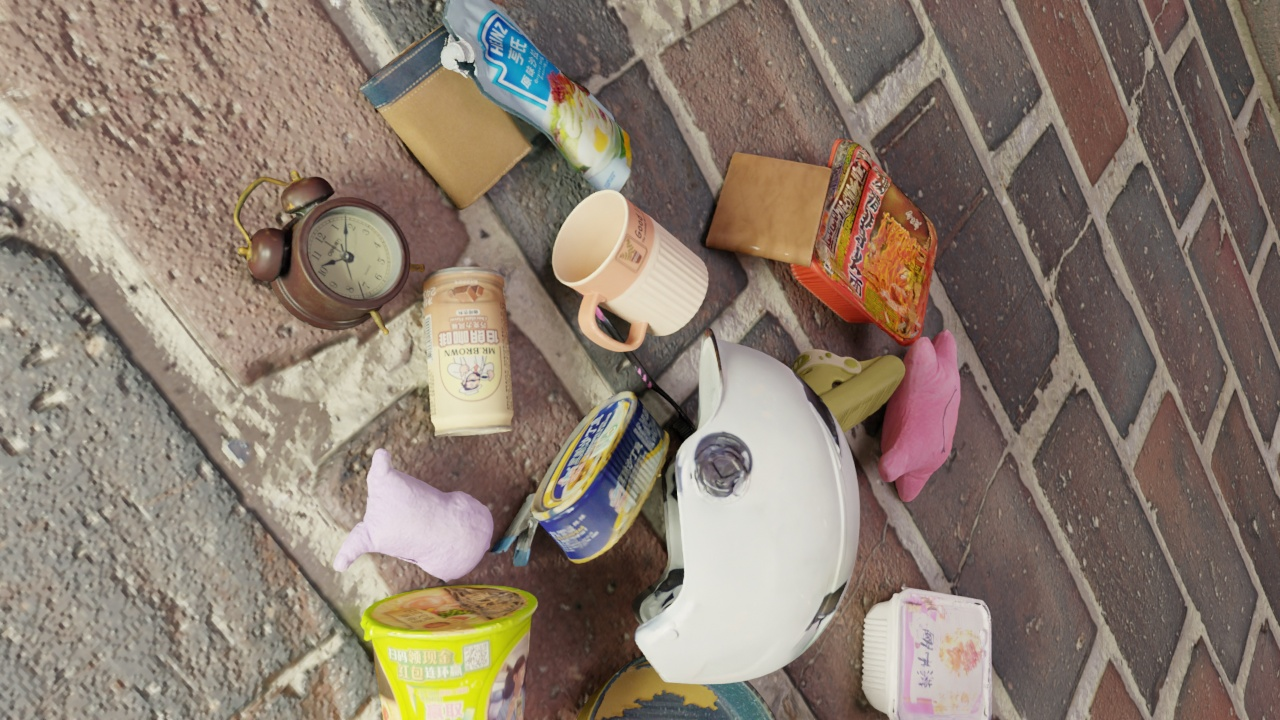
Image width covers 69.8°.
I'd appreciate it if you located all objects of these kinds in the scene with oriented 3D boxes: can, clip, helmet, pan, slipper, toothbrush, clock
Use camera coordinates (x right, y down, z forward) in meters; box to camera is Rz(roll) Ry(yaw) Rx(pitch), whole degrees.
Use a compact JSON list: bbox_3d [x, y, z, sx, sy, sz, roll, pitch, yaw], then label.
[{"bbox_3d":[-0.028,0.085,0.700,0.049,0.075,0.147,52,36,-17],"label":"can"},{"bbox_3d":[-0.087,0.125,0.689,0.045,0.027,0.058,35,58,-22],"label":"clip"},{"bbox_3d":[0.086,0.116,0.682,0.146,0.229,0.258,13,76,1],"label":"helmet"},{"bbox_3d":[0.109,0.331,0.726,0.357,0.078,0.197,13,55,-29],"label":"pan"},{"bbox_3d":[0.176,0.035,0.899,0.190,0.092,0.081,-24,58,-31],"label":"slipper"},{"bbox_3d":[-0.005,0.005,0.787,0.017,0.014,0.189,-43,109,-15],"label":"toothbrush"},{"bbox_3d":[-0.207,-0.071,0.602,0.122,0.055,0.081,37,60,-27],"label":"clock"},{"bbox_3d":[-0.123,-0.005,0.658,0.058,0.059,0.116,0,81,-40],"label":"can"}]

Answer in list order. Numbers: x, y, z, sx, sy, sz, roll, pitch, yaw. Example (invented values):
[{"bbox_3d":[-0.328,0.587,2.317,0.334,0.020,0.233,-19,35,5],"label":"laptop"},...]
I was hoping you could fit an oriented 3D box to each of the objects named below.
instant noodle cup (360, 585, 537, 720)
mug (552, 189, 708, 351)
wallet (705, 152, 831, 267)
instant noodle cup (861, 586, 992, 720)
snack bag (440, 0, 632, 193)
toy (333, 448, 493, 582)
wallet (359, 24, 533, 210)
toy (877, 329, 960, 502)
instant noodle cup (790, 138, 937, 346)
[{"bbox_3d":[-0.121,0.220,0.594,0.111,0.112,0.123,-2,91,-40],"label":"instant noodle cup"},{"bbox_3d":[-0.010,-0.062,0.744,0.106,0.082,0.114,31,65,-40],"label":"mug"},{"bbox_3d":[0.125,-0.147,0.879,0.020,0.101,0.115,84,22,-61],"label":"wallet"},{"bbox_3d":[0.293,0.310,0.949,0.173,0.060,0.138,17,71,-35],"label":"instant noodle cup"},{"bbox_3d":[-0.081,-0.213,0.725,0.191,0.039,0.110,36,46,-37],"label":"snack bag"},{"bbox_3d":[-0.148,0.116,0.629,0.108,0.039,0.083,29,79,-38],"label":"toy"},{"bbox_3d":[-0.143,-0.184,0.694,0.115,0.033,0.090,51,57,-22],"label":"wallet"},{"bbox_3d":[0.308,0.056,0.994,0.178,0.075,0.194,31,74,-57],"label":"toy"},{"bbox_3d":[0.230,-0.117,0.963,0.188,0.079,0.164,34,62,-29],"label":"instant noodle cup"}]
